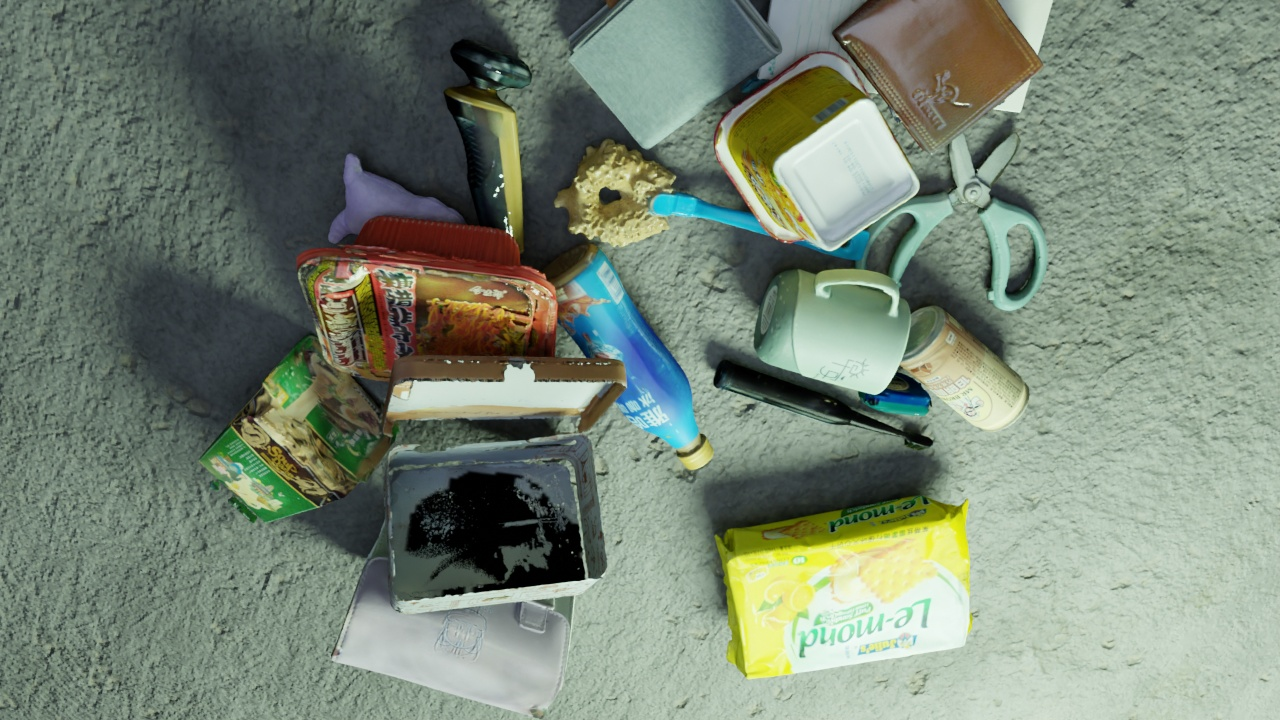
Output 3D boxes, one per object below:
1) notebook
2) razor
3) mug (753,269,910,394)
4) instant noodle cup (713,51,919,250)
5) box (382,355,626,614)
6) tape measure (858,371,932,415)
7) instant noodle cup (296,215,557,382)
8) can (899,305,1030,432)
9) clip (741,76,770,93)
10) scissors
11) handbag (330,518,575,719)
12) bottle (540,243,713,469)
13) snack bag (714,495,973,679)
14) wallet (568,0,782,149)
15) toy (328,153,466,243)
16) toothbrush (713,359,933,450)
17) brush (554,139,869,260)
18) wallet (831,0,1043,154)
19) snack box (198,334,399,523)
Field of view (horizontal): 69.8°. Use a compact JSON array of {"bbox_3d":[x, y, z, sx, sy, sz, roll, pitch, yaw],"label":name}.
[{"bbox_3d":[0.199,-0.269,0.667,0.209,0.012,0.150,5,113,-7],"label":"notebook"},{"bbox_3d":[-0.109,-0.159,0.703,0.067,0.062,0.168,-21,125,-26],"label":"razor"},{"bbox_3d":[0.156,-0.033,0.739,0.106,0.082,0.112,16,142,-4],"label":"mug"},{"bbox_3d":[0.127,-0.140,0.640,0.116,0.123,0.116,-34,111,9],"label":"instant noodle cup"},{"bbox_3d":[-0.109,0.106,0.729,0.180,0.157,0.198,1,156,-20],"label":"box"},{"bbox_3d":[0.217,0.029,0.795,0.058,0.054,0.025,7,112,-4],"label":"tape measure"},{"bbox_3d":[-0.155,-0.044,0.713,0.189,0.079,0.165,7,148,-5],"label":"instant noodle cup"},{"bbox_3d":[0.273,0.008,0.784,0.116,0.058,0.059,36,110,-17],"label":"can"},{"bbox_3d":[0.097,-0.224,0.692,0.057,0.014,0.045,-25,116,7],"label":"clip"},{"bbox_3d":[0.272,-0.097,0.756,0.181,0.019,0.170,34,110,-15],"label":"scissors"},{"bbox_3d":[-0.163,0.231,0.836,0.197,0.144,0.099,23,116,-13],"label":"handbag"},{"bbox_3d":[-0.005,0.005,0.774,0.065,0.065,0.219,-30,114,12],"label":"bottle"},{"bbox_3d":[0.194,0.212,0.877,0.246,0.068,0.158,-10,115,3],"label":"snack bag"},{"bbox_3d":[0.020,-0.228,0.660,0.130,0.036,0.106,-28,114,38],"label":"wallet"},{"bbox_3d":[-0.190,-0.108,0.728,0.108,0.038,0.084,20,129,-16],"label":"toy"},{"bbox_3d":[0.166,0.044,0.819,0.212,0.026,0.027,19,149,-12],"label":"toothbrush"},{"bbox_3d":[0.060,-0.114,0.727,0.254,0.045,0.083,10,108,-7],"label":"brush"},{"bbox_3d":[0.214,-0.225,0.663,0.101,0.032,0.124,-40,110,15],"label":"wallet"},{"bbox_3d":[-0.297,0.067,0.780,0.106,0.117,0.118,-29,111,25],"label":"snack box"}]
